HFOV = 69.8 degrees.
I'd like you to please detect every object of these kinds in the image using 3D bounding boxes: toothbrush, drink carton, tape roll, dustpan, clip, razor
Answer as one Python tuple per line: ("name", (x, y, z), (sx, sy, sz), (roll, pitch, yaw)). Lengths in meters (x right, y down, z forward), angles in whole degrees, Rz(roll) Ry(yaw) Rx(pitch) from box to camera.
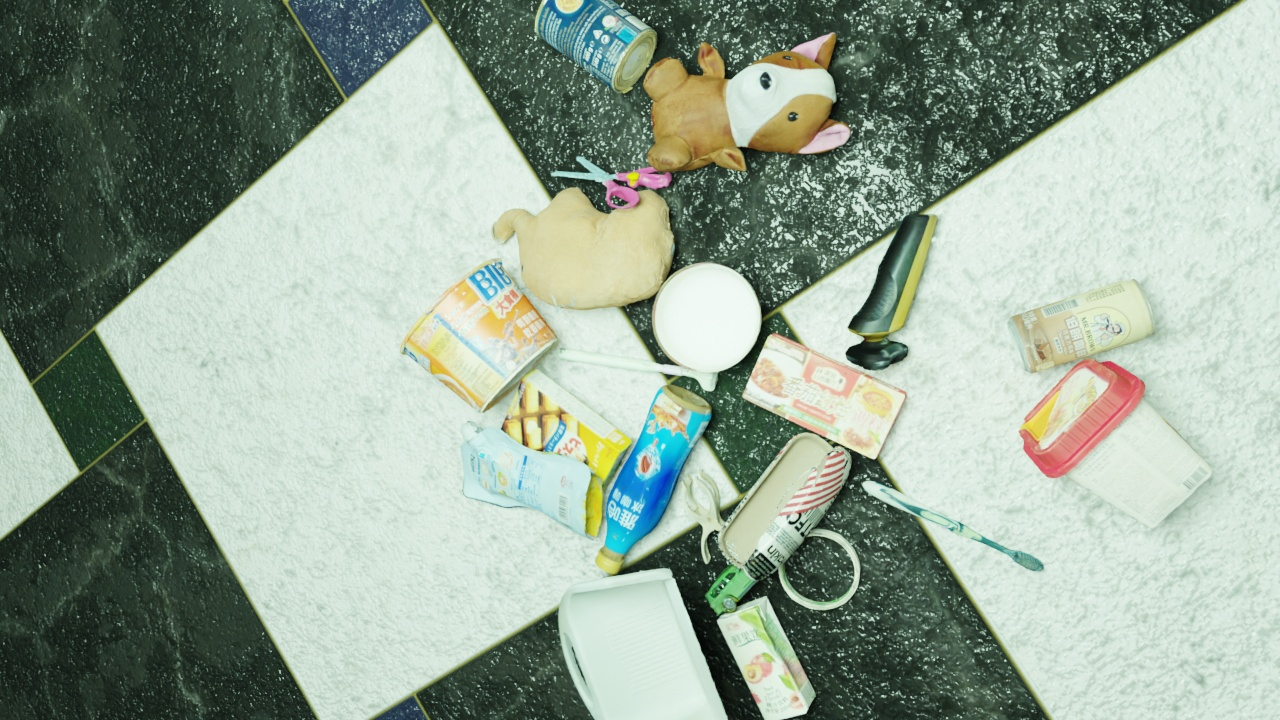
("toothbrush", (0.315, 0.168, 0.932), (0.192, 0.018, 0.016), (25, 102, 14))
("drink carton", (0.136, 0.320, 0.988), (0.054, 0.045, 0.122), (-29, 85, 28))
("tape roll", (0.191, 0.223, 0.979), (0.086, 0.013, 0.086), (1, 95, 17))
("dustpan", (-0.008, 0.330, 0.961), (0.142, 0.258, 0.222), (-21, 88, -6))
("clip", (0.074, 0.170, 1.004), (0.072, 0.034, 0.100), (-23, 96, 18))
("toothbrush", (-0.006, 0.006, 1.021), (0.190, 0.020, 0.029), (9, 67, 18))
("razor", (0.256, -0.069, 0.917), (0.067, 0.062, 0.167), (18, 95, -15))

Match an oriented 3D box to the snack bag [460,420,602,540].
("snack bag", (-0.131, 0.136, 1.043), (0.191, 0.038, 0.110), (17, 130, 27))

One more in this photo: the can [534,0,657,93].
("can", (-0.045, -0.345, 0.971), (0.111, 0.075, 0.075), (39, 105, 11))

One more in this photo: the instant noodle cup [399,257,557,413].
("instant noodle cup", (-0.170, -0.022, 1.009), (0.111, 0.151, 0.151), (46, 106, 0))

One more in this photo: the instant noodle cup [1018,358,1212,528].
("instant noodle cup", (0.436, 0.079, 0.843), (0.124, 0.116, 0.117), (39, 105, -1))

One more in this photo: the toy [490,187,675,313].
("toy", (-0.074, -0.121, 0.999), (0.226, 0.082, 0.143), (5, 67, 18))

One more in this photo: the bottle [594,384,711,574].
("bottle", (0.006, 0.134, 1.004), (0.065, 0.065, 0.219), (28, 104, 13))

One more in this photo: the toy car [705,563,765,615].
("toy car", (0.108, 0.236, 0.991), (0.036, 0.043, 0.091), (46, 105, 9))

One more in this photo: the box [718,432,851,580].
("box", (0.145, 0.147, 0.950), (0.088, 0.076, 0.162), (32, 84, 41))

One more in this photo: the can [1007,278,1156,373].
("can", (0.412, -0.032, 0.862), (0.116, 0.058, 0.058), (-19, 89, 18))

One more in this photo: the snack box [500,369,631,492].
("snack box", (-0.085, 0.084, 1.031), (0.140, 0.033, 0.087), (35, 127, 10))

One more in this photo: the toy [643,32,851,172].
("toy", (0.104, -0.256, 0.914), (0.200, 0.130, 0.140), (-5, 88, 8))

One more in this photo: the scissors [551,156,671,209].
("scissors", (-0.037, -0.190, 0.979), (0.134, 0.112, 0.017), (8, 133, 15))

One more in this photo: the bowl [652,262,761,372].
("bowl", (0.074, -0.046, 0.967), (0.113, 0.062, 0.113), (2, 97, 17))

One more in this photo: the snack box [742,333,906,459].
("snack box", (0.190, 0.036, 0.956), (0.153, 0.025, 0.075), (26, 102, 14))
